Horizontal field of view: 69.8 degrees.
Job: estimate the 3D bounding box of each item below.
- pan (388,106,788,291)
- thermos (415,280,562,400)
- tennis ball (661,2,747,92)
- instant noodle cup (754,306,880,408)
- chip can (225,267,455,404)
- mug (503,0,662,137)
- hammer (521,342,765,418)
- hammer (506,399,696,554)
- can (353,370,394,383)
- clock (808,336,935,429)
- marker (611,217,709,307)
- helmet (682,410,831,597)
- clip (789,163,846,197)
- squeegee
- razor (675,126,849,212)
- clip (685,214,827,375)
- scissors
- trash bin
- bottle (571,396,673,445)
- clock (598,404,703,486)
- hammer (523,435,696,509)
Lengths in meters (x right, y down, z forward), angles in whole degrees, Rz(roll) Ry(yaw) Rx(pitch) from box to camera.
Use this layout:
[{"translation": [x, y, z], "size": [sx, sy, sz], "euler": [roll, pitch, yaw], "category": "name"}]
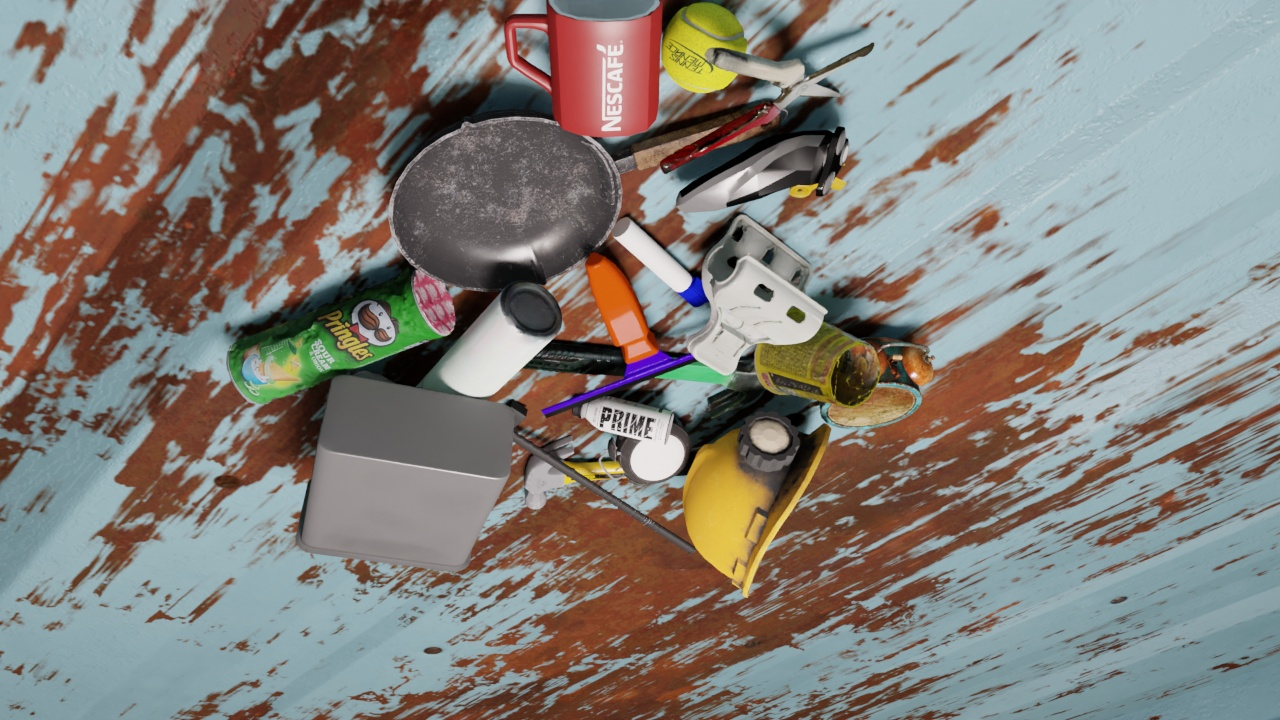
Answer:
[{"translation": [-0.045, -0.165, 0.803], "size": [0.357, 0.040, 0.208], "euler": [-19, 145, 1], "category": "pan"}, {"translation": [-0.162, 0.002, 0.930], "size": [0.068, 0.067, 0.231], "euler": [18, 144, -28], "category": "thermos"}, {"translation": [0.049, -0.241, 0.707], "size": [0.065, 0.065, 0.065], "euler": [-5, 140, -4], "category": "tennis ball"}, {"translation": [0.189, 0.001, 0.964], "size": [0.102, 0.108, 0.102], "euler": [-9, 109, -29], "category": "instant noodle cup"}, {"translation": [-0.297, -0.023, 0.903], "size": [0.223, 0.075, 0.075], "euler": [-19, 139, 13], "category": "chip can"}, {"translation": [-0.043, -0.232, 0.693], "size": [0.116, 0.080, 0.097], "euler": [1, 140, -1], "category": "mug"}, {"translation": [-0.006, 0.006, 1.022], "size": [0.318, 0.032, 0.130], "euler": [6, 139, -16], "category": "hammer"}, {"translation": [-0.059, 0.164, 1.142], "size": [0.325, 0.015, 0.095], "euler": [36, 121, -21], "category": "hammer"}, {"translation": [-0.277, 0.059, 1.010], "size": [0.064, 0.064, 0.127], "euler": [-28, 136, 22], "category": "can"}, {"translation": [0.265, 0.014, 1.043], "size": [0.121, 0.073, 0.158], "euler": [5, 150, -16], "category": "clock"}, {"translation": [0.023, -0.096, 0.908], "size": [0.027, 0.023, 0.133], "euler": [0, 152, 42], "category": "marker"}, {"translation": [0.120, 0.156, 1.101], "size": [0.131, 0.204, 0.256], "euler": [25, 143, 11], "category": "helmet"}, {"translation": [0.159, -0.168, 0.845], "size": [0.054, 0.046, 0.048], "euler": [15, 110, -28], "category": "clip"}, {"translation": [-0.017, -0.043, 0.923], "size": [0.250, 0.055, 0.185], "euler": [-21, 142, 6], "category": "squeegee"}, {"translation": [0.104, -0.162, 0.800], "size": [0.156, 0.060, 0.057], "euler": [-9, 172, 17], "category": "razor"}, {"translation": [0.113, -0.051, 0.900], "size": [0.126, 0.110, 0.150], "euler": [30, 84, -33], "category": "clip"}, {"translation": [0.094, -0.211, 0.719], "size": [0.199, 0.015, 0.179], "euler": [-30, 164, 9], "category": "scissors"}, {"translation": [-0.249, 0.126, 0.965], "size": [0.191, 0.097, 0.220], "euler": [12, 141, -17], "category": "trash bin"}, {"translation": [-0.022, 0.066, 1.065], "size": [0.116, 0.041, 0.041], "euler": [13, 140, 7], "category": "bottle"}, {"translation": [0.012, 0.111, 1.115], "size": [0.123, 0.043, 0.091], "euler": [-33, 121, 3], "category": "clock"}, {"translation": [0.012, 0.139, 1.188], "size": [0.323, 0.029, 0.127], "euler": [-2, 140, -9], "category": "hammer"}]
